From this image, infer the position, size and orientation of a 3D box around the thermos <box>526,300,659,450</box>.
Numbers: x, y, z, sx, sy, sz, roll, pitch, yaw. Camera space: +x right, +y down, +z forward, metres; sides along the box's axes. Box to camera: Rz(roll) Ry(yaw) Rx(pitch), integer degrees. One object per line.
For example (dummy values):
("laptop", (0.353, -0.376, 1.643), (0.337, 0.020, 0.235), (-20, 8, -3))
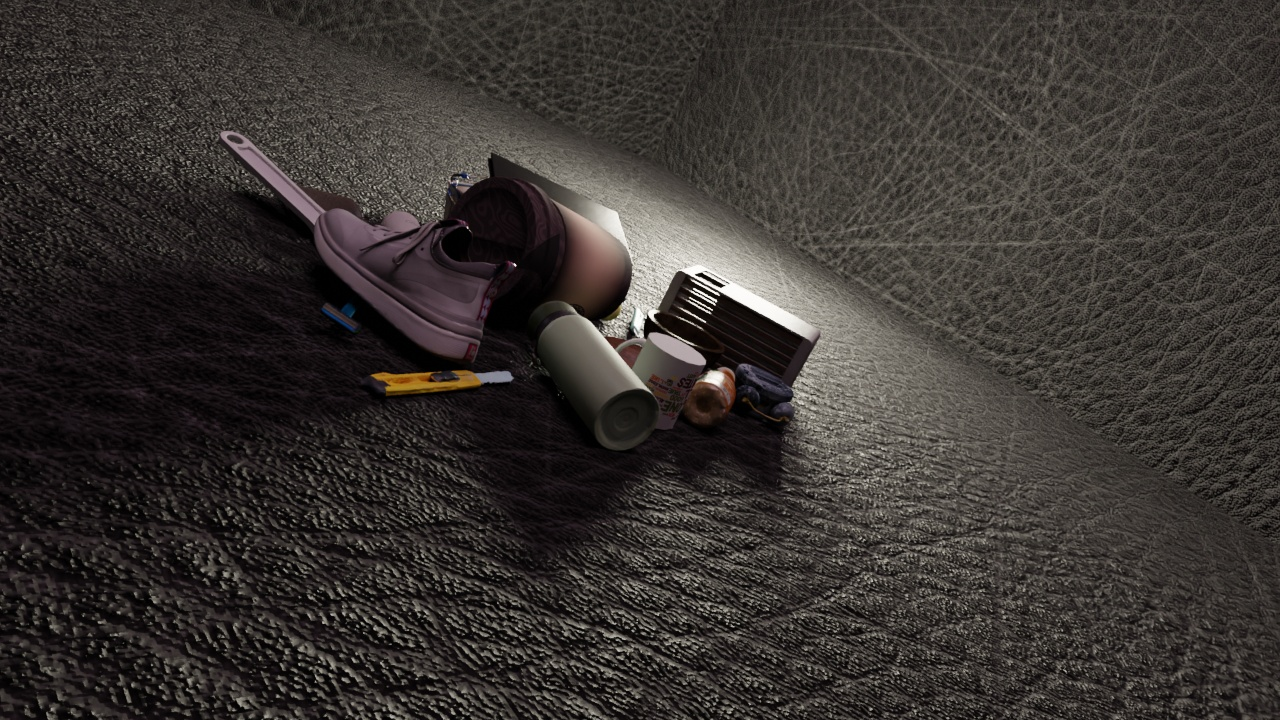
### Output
("thermos", (-0.065, 0.009, 1.028), (0.082, 0.082, 0.231), (15, 21, -34))

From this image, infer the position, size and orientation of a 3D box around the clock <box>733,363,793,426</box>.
("clock", (0.169, 0.050, 1.285), (0.090, 0.052, 0.129), (24, 16, -10))

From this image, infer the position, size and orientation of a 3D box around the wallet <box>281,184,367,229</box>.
("wallet", (-0.412, -0.195, 1.197), (0.099, 0.031, 0.120), (10, 26, -40))

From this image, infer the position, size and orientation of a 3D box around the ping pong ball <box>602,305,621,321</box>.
("ping pong ball", (-0.049, -0.079, 1.366), (0.040, 0.040, 0.040), (24, 17, -8))

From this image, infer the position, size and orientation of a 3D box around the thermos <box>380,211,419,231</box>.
("thermos", (-0.282, -0.125, 1.135), (0.052, 0.052, 0.224), (16, 19, -30))

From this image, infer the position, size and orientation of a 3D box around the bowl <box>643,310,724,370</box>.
("bowl", (0.054, -0.018, 1.310), (0.121, 0.056, 0.121), (24, 17, -8))

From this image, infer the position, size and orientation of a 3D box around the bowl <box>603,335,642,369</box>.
("bowl", (-0.007, 0.007, 1.197), (0.114, 0.026, 0.102), (23, 18, -15))

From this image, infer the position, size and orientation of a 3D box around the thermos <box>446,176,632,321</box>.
("thermos", (-0.126, -0.133, 1.218), (0.173, 0.173, 0.225), (38, 14, 32))

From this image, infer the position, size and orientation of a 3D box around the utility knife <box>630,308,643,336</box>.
("utility knife", (-0.007, -0.057, 1.412), (0.022, 0.015, 0.119), (56, 13, -13))

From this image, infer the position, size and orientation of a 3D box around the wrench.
("wrench", (-0.420, -0.203, 1.141), (0.273, 0.018, 0.086), (42, 29, 14))

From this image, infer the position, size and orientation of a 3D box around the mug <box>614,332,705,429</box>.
("mug", (0.011, 0.017, 1.083), (0.105, 0.090, 0.073), (30, 17, 11))

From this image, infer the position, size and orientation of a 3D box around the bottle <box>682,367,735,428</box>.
("bottle", (0.096, 0.040, 1.194), (0.059, 0.059, 0.166), (29, 17, 7))

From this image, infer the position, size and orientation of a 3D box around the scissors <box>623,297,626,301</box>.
("scissors", (-0.072, -0.107, 1.454), (0.148, 0.019, 0.132), (23, 16, -15))

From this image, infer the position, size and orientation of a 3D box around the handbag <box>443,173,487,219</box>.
("handbag", (-0.200, -0.226, 1.413), (0.200, 0.093, 0.200), (6, 13, -34))

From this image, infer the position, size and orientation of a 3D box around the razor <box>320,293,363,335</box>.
("razor", (-0.302, -0.054, 0.955), (0.042, 0.022, 0.144), (37, 9, -15))

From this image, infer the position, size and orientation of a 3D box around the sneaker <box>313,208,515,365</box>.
("sneaker", (-0.246, -0.112, 0.983), (0.263, 0.129, 0.096), (37, 4, 25))

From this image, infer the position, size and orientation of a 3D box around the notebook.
("notebook", (-0.122, -0.225, 1.398), (0.231, 0.019, 0.169), (22, 31, -27))

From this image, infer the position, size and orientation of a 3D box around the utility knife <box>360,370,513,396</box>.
("utility knife", (-0.193, 0.020, 0.911), (0.030, 0.018, 0.206), (44, 19, 22))

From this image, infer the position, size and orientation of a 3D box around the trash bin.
("trash bin", (0.146, -0.043, 1.418), (0.229, 0.115, 0.114), (30, 17, 11))
